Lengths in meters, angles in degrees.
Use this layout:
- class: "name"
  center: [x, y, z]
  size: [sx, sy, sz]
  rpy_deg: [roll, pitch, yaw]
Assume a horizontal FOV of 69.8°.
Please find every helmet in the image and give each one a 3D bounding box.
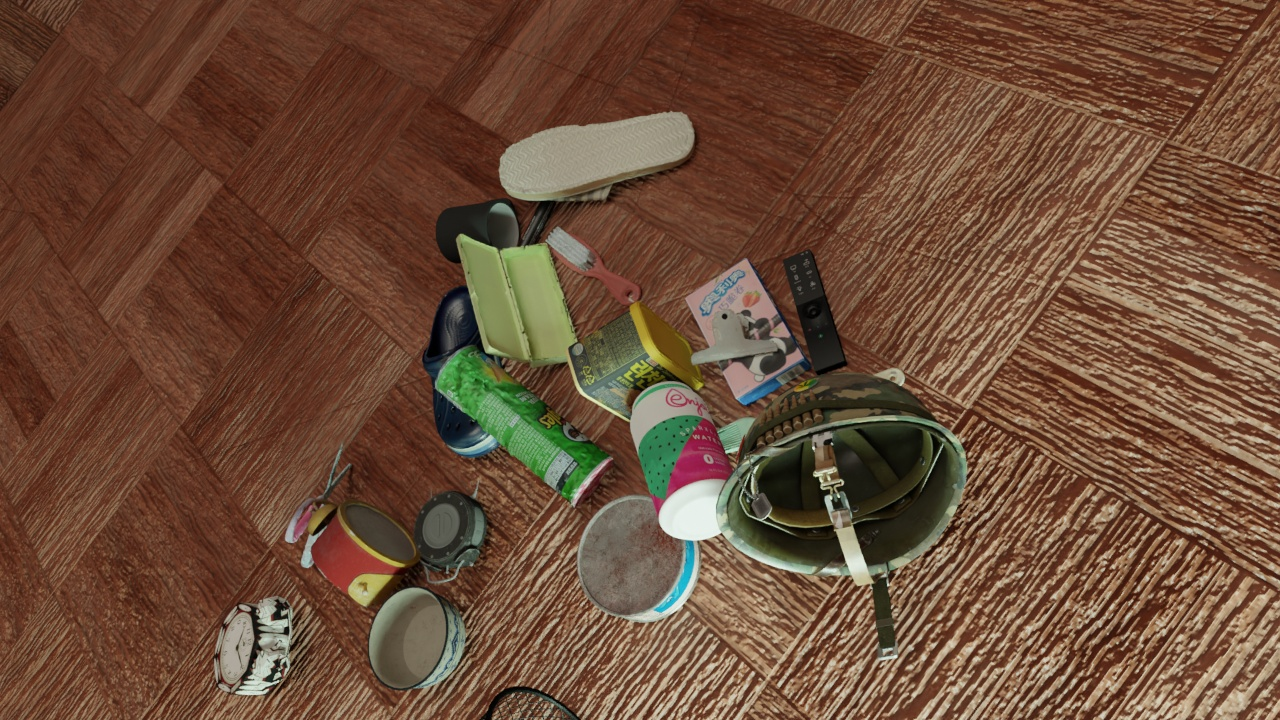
- class: "helmet"
  center: [0.180, 0.119, 0.834]
  size: [0.224, 0.193, 0.236]
  rpy_deg: [-27, 31, 1]

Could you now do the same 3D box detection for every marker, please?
- class: "marker"
  center: [-0.153, -0.164, 1.253]
  size: [0.023, 0.021, 0.145]
  rpy_deg: [9, 71, 63]

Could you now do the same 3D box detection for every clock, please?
- class: "clock"
  center: [-0.229, 0.211, 1.116]
  size: [0.091, 0.043, 0.122]
  rpy_deg: [-15, 62, 23]
- class: "clock"
  center: [-0.478, 0.364, 1.172]
  size: [0.155, 0.065, 0.114]
  rpy_deg: [-28, 56, 33]
- class: "clock"
  center: [-0.353, 0.230, 1.132]
  size: [0.159, 0.117, 0.081]
  rpy_deg: [42, 95, 28]

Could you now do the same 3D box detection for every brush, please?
- class: "brush"
  center: [-0.063, -0.123, 1.180]
  size: [0.172, 0.030, 0.041]
  rpy_deg: [39, 91, 35]
- class: "brush"
  center: [0.176, 0.054, 0.981]
  size: [0.218, 0.012, 0.033]
  rpy_deg: [-22, 60, 18]

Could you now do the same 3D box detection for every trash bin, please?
- class: "trash bin"
  center: [-0.150, 0.459, 0.891]
  size: [0.210, 0.184, 0.184]
  rpy_deg: [-44, 55, 12]

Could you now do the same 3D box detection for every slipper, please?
- class: "slipper"
  center: [-0.236, 0.007, 1.182]
  size: [0.105, 0.095, 0.252]
  rpy_deg: [-22, 57, 16]
- class: "slipper"
  center: [-0.058, -0.269, 1.226]
  size: [0.273, 0.054, 0.114]
  rpy_deg: [-7, 62, 16]

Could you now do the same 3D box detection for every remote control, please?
- class: "remote control"
  center: [0.192, -0.056, 1.018]
  size: [0.034, 0.013, 0.149]
  rpy_deg: [-22, 60, 19]

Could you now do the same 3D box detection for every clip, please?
- class: "clip"
  center: [0.099, -0.029, 1.007]
  size: [0.102, 0.040, 0.054]
  rpy_deg: [-10, 78, 26]

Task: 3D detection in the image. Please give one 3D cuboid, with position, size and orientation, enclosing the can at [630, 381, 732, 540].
- class: "can"
  center: [0.045, 0.103, 0.967]
  size: [0.088, 0.088, 0.165]
  rpy_deg: [-33, 41, 12]

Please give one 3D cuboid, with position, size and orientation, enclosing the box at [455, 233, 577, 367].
- class: "box"
  center: [-0.158, -0.076, 1.164]
  size: [0.048, 0.140, 0.187]
  rpy_deg: [-50, 49, 40]

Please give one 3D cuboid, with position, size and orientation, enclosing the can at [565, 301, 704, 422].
- class: "can"
  center: [-0.006, 0.006, 1.032]
  size: [0.101, 0.130, 0.072]
  rpy_deg: [-30, 57, 17]

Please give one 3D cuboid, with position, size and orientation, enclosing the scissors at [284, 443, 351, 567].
- class: "scissors"
  center: [-0.421, 0.200, 1.203]
  size: [0.014, 0.168, 0.170]
  rpy_deg: [16, 31, 1]

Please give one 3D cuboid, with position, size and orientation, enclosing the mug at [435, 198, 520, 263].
- class: "mug"
  center: [-0.218, -0.187, 1.273]
  size: [0.088, 0.078, 0.113]
  rpy_deg: [-2, 41, 28]

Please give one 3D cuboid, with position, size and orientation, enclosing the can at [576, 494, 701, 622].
- class: "can"
  center: [-0.002, 0.213, 0.989]
  size: [0.130, 0.044, 0.129]
  rpy_deg: [-12, 64, 24]

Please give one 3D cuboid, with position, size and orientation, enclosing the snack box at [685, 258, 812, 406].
- class: "snack box"
  center: [0.119, -0.033, 1.037]
  size: [0.088, 0.033, 0.154]
  rpy_deg: [-32, 57, 14]

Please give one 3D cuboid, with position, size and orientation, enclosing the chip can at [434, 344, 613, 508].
- class: "chip can"
  center: [-0.138, 0.073, 1.065]
  size: [0.223, 0.075, 0.075]
  rpy_deg: [39, 90, 14]

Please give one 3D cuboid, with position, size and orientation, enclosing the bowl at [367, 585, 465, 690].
- class: "bowl"
  center: [-0.253, 0.326, 1.070]
  size: [0.116, 0.059, 0.115]
  rpy_deg: [-12, 64, 24]
